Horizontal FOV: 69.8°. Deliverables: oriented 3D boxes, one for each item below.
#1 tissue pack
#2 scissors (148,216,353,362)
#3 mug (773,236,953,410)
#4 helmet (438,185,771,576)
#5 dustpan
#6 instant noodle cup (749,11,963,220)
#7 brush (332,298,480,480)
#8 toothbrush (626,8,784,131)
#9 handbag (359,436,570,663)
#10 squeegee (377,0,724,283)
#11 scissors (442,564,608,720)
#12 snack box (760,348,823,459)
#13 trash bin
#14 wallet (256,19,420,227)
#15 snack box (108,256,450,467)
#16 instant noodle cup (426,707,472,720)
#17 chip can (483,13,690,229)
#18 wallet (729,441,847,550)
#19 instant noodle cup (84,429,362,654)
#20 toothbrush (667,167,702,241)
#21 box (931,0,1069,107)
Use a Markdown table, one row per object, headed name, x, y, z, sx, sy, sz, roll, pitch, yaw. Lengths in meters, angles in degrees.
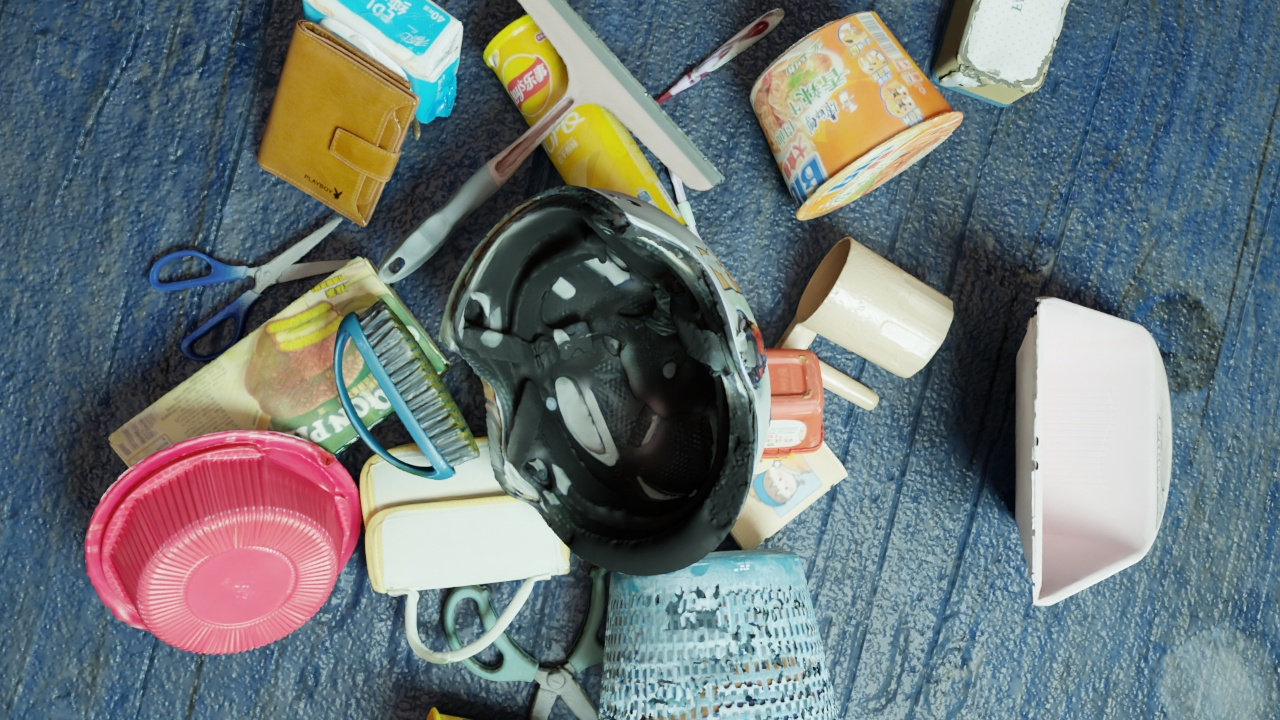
| name | x | y | z | sx | sy | sz | roll | pitch | yaw |
| --- | --- | --- | --- | --- | --- | --- | --- | --- | --- |
| tissue pack | -0.206 | -0.257 | 0.730 | 0.140 | 0.090 | 0.063 | 34 | 71 | -5 |
| scissors | -0.321 | -0.070 | 0.752 | 0.157 | 0.012 | 0.165 | 30 | 88 | -3 |
| mug | 0.188 | -0.027 | 0.783 | 0.103 | 0.084 | 0.125 | 29 | 110 | -6 |
| helmet | -0.004 | 0.004 | 0.679 | 0.231 | 0.156 | 0.274 | -33 | 86 | 32 |
| dustpan | 0.378 | 0.064 | 0.736 | 0.139 | 0.273 | 0.222 | 1 | 91 | 18 |
| instant noodle cup | 0.168 | -0.202 | 0.751 | 0.151 | 0.151 | 0.111 | -28 | 84 | -6 |
| brush | -0.182 | 0.029 | 0.684 | 0.073 | 0.055 | 0.144 | -32 | 97 | -7 |
| toothbrush | 0.051 | -0.252 | 0.797 | 0.187 | 0.017 | 0.016 | -37 | 93 | -5 |
| handbag | -0.137 | 0.150 | 0.738 | 0.163 | 0.063 | 0.178 | -5 | 84 | -5 |
| squeegee | -0.111 | -0.148 | 0.711 | 0.250 | 0.040 | 0.247 | -42 | 101 | 6 |
| scissors | -0.070 | 0.224 | 0.774 | 0.179 | 0.019 | 0.170 | -43 | 92 | -7 |
| snack box | 0.106 | 0.034 | 0.753 | 0.091 | 0.080 | 0.081 | -2 | 61 | 2 |
| trash bin | 0.057 | 0.248 | 0.705 | 0.226 | 0.227 | 0.195 | -2 | 76 | -6 |
| wallet | -0.234 | -0.180 | 0.725 | 0.119 | 0.035 | 0.131 | 33 | 126 | -4 |
| snack box | -0.281 | 0.032 | 0.732 | 0.240 | 0.063 | 0.114 | -38 | 93 | -6 |
| instant noodle cup | -0.119 | 0.346 | 0.713 | 0.109 | 0.138 | 0.138 | 10 | 87 | -15 |
| chip can | -0.043 | -0.180 | 0.759 | 0.072 | 0.072 | 0.213 | -34 | 93 | -6 |
| wallet | 0.111 | 0.099 | 0.794 | 0.115 | 0.024 | 0.087 | -36 | 94 | -9 |
| instant noodle cup | -0.297 | 0.147 | 0.675 | 0.193 | 0.066 | 0.194 | -16 | 128 | -22 |
| toothbrush | 0.057 | -0.084 | 0.794 | 0.021 | 0.029 | 0.189 | -15 | 93 | 34 |
| box | 0.327 | -0.324 | 0.811 | 0.090 | 0.059 | 0.184 | 20 | 85 | -6 |
